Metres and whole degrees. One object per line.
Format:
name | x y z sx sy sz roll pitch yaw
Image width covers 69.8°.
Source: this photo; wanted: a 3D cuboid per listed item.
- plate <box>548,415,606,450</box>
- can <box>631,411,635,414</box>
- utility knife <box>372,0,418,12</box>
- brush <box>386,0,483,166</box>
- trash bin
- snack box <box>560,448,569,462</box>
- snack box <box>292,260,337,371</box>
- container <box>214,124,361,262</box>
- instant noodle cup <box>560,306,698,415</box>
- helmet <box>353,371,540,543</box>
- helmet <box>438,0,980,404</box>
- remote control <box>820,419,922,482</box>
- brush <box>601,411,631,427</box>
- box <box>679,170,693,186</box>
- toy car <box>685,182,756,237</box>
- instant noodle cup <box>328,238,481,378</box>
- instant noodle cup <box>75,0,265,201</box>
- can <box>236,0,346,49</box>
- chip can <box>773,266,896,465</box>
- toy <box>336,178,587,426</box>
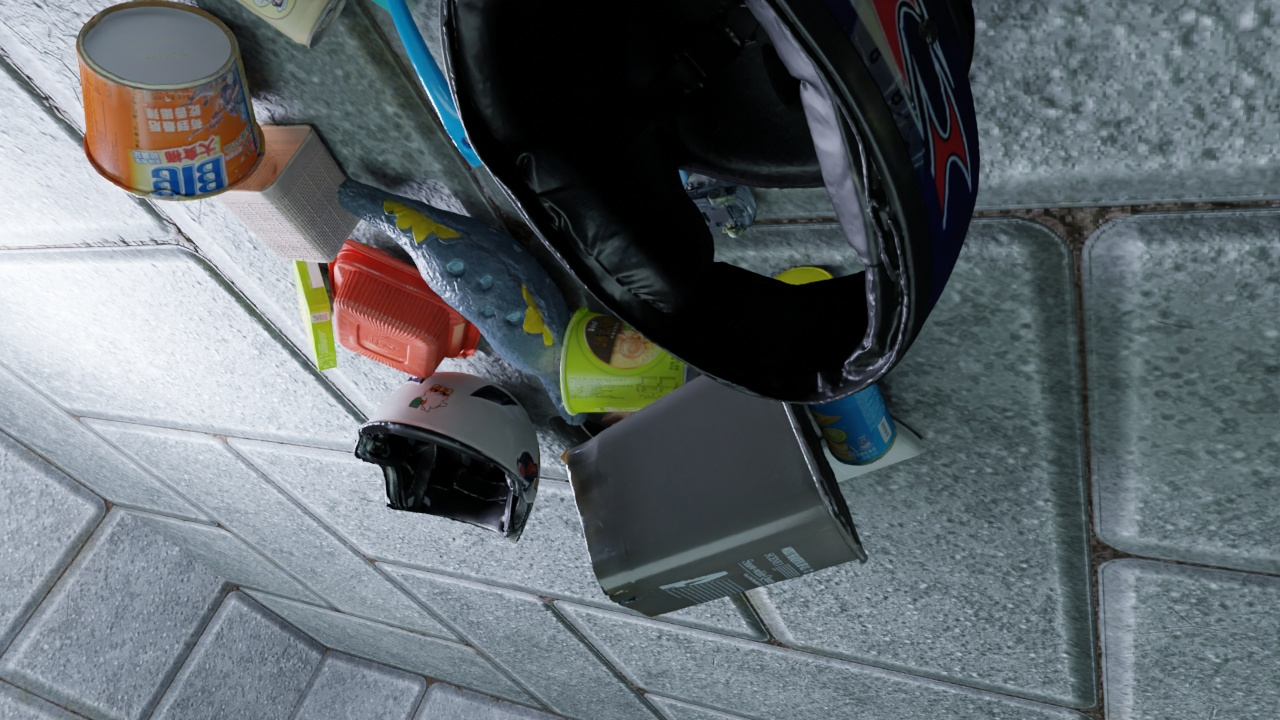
plate | -0.029 0.111 1.091 0.179 0.024 0.179 32 -173 -5
can | 0.038 0.070 1.003 0.102 0.083 0.057 32 147 -12
utility knife | -0.246 -0.315 0.677 0.182 0.013 0.029 34 144 -18
brush | -0.177 -0.252 0.650 0.083 0.045 0.255 -13 118 34
trash bin | 0.069 0.125 0.856 0.220 0.198 0.199 -25 149 10
snack box | -0.027 0.140 1.116 0.075 0.026 0.153 38 -172 32
snack box | -0.389 -0.059 1.096 0.026 0.085 0.157 -15 158 -22
container | -0.343 -0.160 0.906 0.090 0.089 0.111 6 147 26
instant noodle cup | -0.005 0.005 0.925 0.123 0.111 0.112 5 145 13
helmet | -0.221 0.101 1.152 0.230 0.156 0.274 11 144 13
helmet | 0.057 -0.163 0.482 0.248 0.239 0.315 -17 120 45
remote control | 0.228 0.097 0.978 0.058 0.021 0.150 34 147 -16
brush | 0.027 0.096 1.058 0.145 0.072 0.063 31 146 -12
box | -0.044 -0.184 0.698 0.184 0.061 0.090 28 148 -10
toy car | 0.052 -0.124 0.750 0.091 0.034 0.043 -2 143 38
instant noodle cup | -0.273 -0.048 1.036 0.189 0.079 0.165 22 152 -5
instant noodle cup | -0.410 -0.230 0.797 0.151 0.151 0.112 23 140 1
can | -0.286 -0.294 0.693 0.116 0.058 0.059 33 147 -16
chip can | 0.173 0.011 0.837 0.071 0.071 0.210 1 142 33
toy | -0.143 -0.058 0.918 0.138 0.091 0.356 -12 129 44
